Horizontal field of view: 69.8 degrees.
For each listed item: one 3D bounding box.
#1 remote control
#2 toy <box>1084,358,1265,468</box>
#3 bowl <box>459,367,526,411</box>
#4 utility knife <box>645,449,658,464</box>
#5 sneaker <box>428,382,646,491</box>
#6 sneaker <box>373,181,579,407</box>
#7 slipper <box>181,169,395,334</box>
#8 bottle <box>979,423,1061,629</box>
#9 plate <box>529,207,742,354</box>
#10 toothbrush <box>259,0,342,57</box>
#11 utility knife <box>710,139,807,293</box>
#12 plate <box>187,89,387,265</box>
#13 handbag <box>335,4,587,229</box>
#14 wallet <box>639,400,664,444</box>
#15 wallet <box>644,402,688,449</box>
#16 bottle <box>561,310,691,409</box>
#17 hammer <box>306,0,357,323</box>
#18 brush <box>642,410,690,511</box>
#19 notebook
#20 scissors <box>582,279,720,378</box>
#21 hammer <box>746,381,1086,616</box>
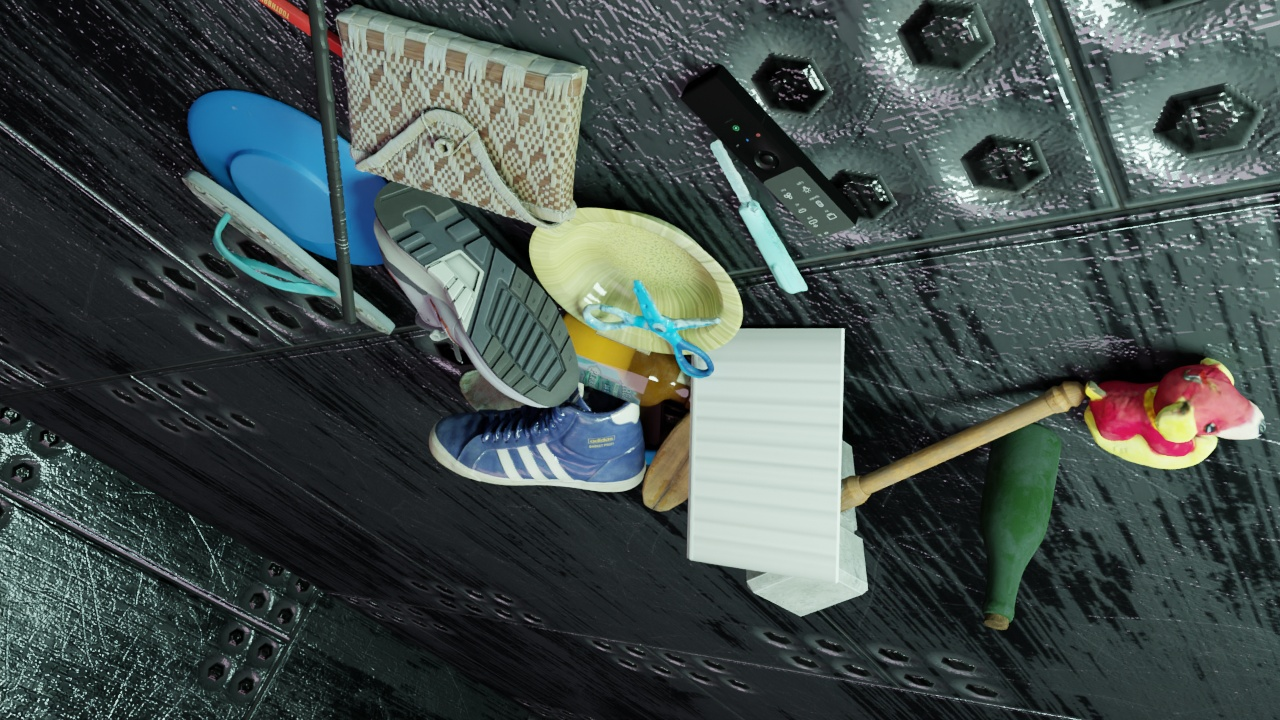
[{"bbox_3d":[0.089,-0.136,0.619,0.150,0.013,0.035,39,147,-26],"label":"remote control"},{"bbox_3d":[0.376,0.039,0.668,0.105,0.067,0.137,22,163,8],"label":"toy"},{"bbox_3d":[-0.125,0.040,1.037,0.157,0.038,0.158,18,150,10],"label":"bowl"},{"bbox_3d":[-0.017,0.107,1.035,0.222,0.015,0.031,-3,135,31],"label":"utility knife"},{"bbox_3d":[-0.107,0.059,0.927,0.233,0.091,0.119,11,133,7],"label":"sneaker"},{"bbox_3d":[-0.156,-0.049,0.840,0.240,0.088,0.124,51,154,-3],"label":"sneaker"},{"bbox_3d":[-0.370,-0.095,0.949,0.098,0.054,0.269,23,165,44],"label":"slipper"},{"bbox_3d":[0.305,0.136,0.752,0.055,0.173,0.055,17,151,10],"label":"bottle"},{"bbox_3d":[0.000,-0.074,0.761,0.184,0.036,0.185,17,151,10],"label":"plate"},{"bbox_3d":[-0.205,-0.216,0.691,0.212,0.017,0.012,33,150,-17],"label":"toothbrush"},{"bbox_3d":[0.085,-0.100,0.671,0.022,0.015,0.166,3,150,34],"label":"utility knife"},{"bbox_3d":[-0.327,-0.158,0.867,0.224,0.024,0.225,18,150,10],"label":"plate"},{"bbox_3d":[-0.131,-0.170,0.657,0.186,0.046,0.124,18,131,10],"label":"handbag"},{"bbox_3d":[-0.019,0.031,0.947,0.091,0.018,0.116,14,132,16],"label":"wallet"},{"bbox_3d":[0.041,0.089,1.012,0.099,0.031,0.120,17,148,7],"label":"wallet"},{"bbox_3d":[-0.005,0.005,0.865,0.157,0.067,0.068,21,151,4],"label":"bottle"},{"bbox_3d":[-0.238,-0.161,0.690,0.095,0.015,0.326,26,133,19],"label":"hammer"},{"bbox_3d":[0.053,0.093,0.943,0.059,0.043,0.196,36,132,5],"label":"brush"},{"bbox_3d":[0.105,0.077,0.796,0.143,0.209,0.009,1,180,34],"label":"notebook"},{"bbox_3d":[0.016,-0.024,0.784,0.134,0.011,0.139,-4,141,37],"label":"scissors"},{"bbox_3d":[0.232,0.092,0.795,0.083,0.162,0.319,32,133,-30],"label":"hammer"}]
